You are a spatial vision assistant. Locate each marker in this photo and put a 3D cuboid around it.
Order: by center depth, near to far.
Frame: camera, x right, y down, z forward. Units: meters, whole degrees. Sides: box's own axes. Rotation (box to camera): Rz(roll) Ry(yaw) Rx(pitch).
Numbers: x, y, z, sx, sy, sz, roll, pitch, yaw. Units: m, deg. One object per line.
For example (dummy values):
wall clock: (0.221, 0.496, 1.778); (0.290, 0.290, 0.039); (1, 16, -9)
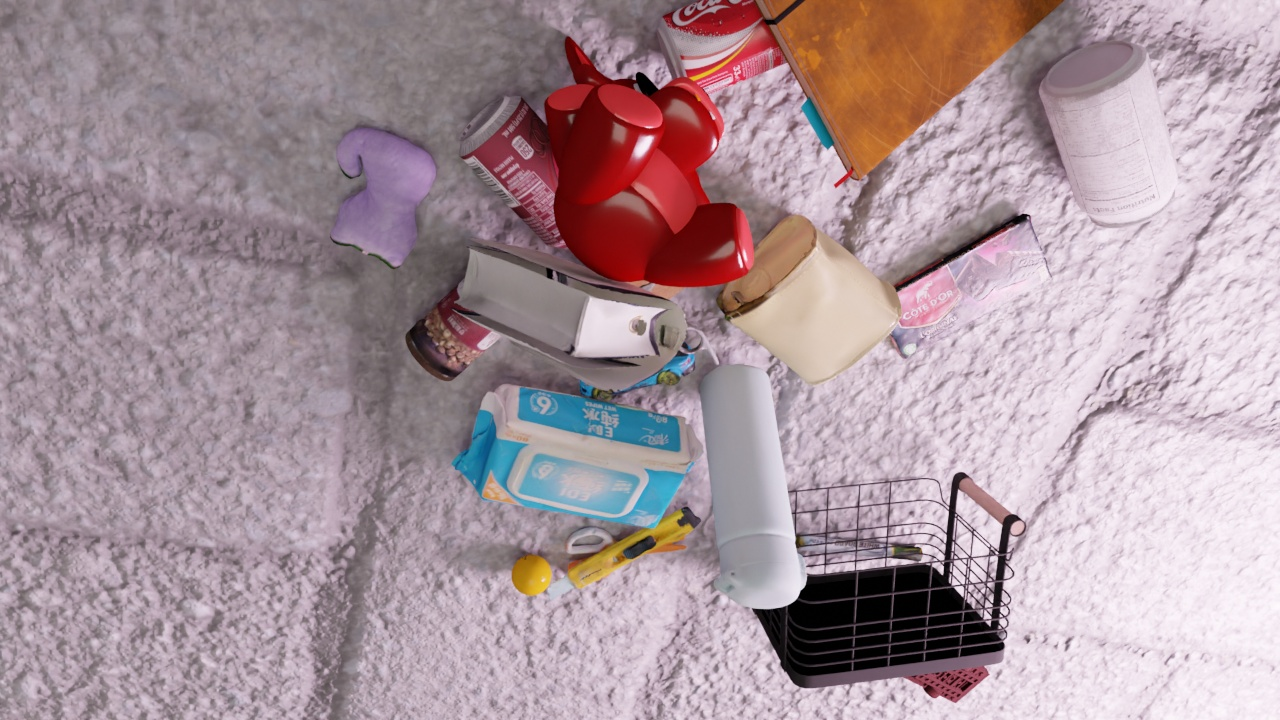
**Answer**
marker: (0.233, 0.201, 0.978); (0.146, 0.017, 0.017); (8, 119, -13)

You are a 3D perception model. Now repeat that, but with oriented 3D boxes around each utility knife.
utility knife: (-0.019, 0.197, 0.926); (0.175, 0.017, 0.030); (-29, 109, 10)

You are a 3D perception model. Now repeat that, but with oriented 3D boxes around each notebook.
notebook: (0.194, -0.267, 0.654); (0.249, 0.014, 0.178); (-41, 119, -5)

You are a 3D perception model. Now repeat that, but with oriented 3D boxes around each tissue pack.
tissue pack: (-0.058, 0.087, 0.829); (0.209, 0.066, 0.117); (13, 133, -14)

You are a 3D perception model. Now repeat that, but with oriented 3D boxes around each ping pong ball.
ping pong ball: (-0.109, 0.215, 0.920); (0.040, 0.040, 0.040); (-4, 121, -7)

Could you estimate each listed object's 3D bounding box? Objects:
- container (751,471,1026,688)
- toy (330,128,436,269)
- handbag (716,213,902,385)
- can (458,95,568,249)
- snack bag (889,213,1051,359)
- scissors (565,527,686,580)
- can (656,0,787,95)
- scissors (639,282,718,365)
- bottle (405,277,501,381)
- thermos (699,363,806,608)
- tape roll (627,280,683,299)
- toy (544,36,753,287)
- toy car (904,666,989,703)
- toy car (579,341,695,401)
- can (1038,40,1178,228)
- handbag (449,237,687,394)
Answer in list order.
container: (0.222, 0.198, 0.878); (0.241, 0.162, 0.130); (-4, 108, -8)
toy: (-0.203, -0.127, 0.708); (0.080, 0.036, 0.100); (24, 109, -10)
handbag: (0.141, -0.051, 0.783); (0.119, 0.081, 0.111); (33, 118, -26)
can: (-0.081, -0.142, 0.701); (0.063, 0.063, 0.114); (-38, 119, 13)
snack bag: (0.291, -0.066, 0.831); (0.155, 0.018, 0.074); (-31, 121, 11)
scissors: (-0.014, 0.188, 0.936); (0.131, 0.012, 0.074); (-13, 122, 0)
can: (0.069, -0.237, 0.668); (0.105, 0.064, 0.064); (-21, 121, 4)
scissors: (0.002, -0.043, 0.765); (0.142, 0.014, 0.171); (-39, 114, 12)
bottle: (-0.138, -0.036, 0.758); (0.105, 0.056, 0.056); (-40, 118, 15)
thermos: (0.093, 0.107, 0.790); (0.078, 0.206, 0.065); (9, 147, -22)
tape roll: (0.001, -0.093, 0.763); (0.094, 0.027, 0.094); (-4, 121, -7)
toy: (0.001, -0.140, 0.636); (0.121, 0.196, 0.158); (-36, 119, 23)
toy car: (0.310, 0.324, 1.036); (0.169, 0.061, 0.070); (31, 111, -23)
toy car: (-0.005, 0.005, 0.808); (0.105, 0.048, 0.032); (-14, 121, 0)
can: (0.380, -0.180, 0.741); (0.078, 0.078, 0.136); (-30, 120, 9)
handbag: (-0.033, -0.030, 0.682); (0.175, 0.151, 0.074); (4, 105, -49)
